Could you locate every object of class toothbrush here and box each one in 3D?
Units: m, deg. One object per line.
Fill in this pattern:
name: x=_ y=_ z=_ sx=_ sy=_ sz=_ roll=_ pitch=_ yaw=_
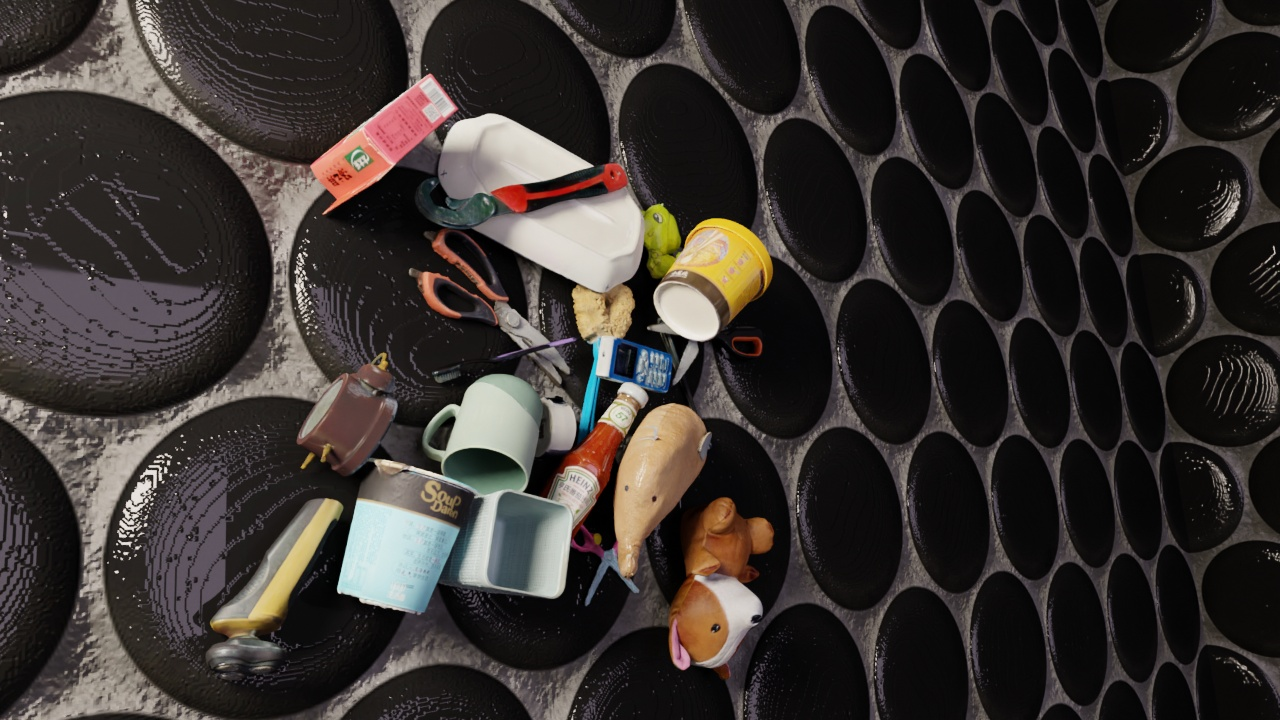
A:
toothbrush: x=-0.138 y=-0.003 z=0.983 sx=0.188 sy=0.014 sz=0.017 roll=-16 pitch=109 yaw=-37
toothbrush: x=0.053 y=0.031 z=1.166 sx=0.018 sy=0.016 sz=0.181 roll=-23 pitch=96 yaw=-35

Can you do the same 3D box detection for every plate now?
plate: x=-0.098 y=-0.184 z=1.036 sx=0.265 sy=0.034 sz=0.161 roll=26 pitch=58 yaw=-25

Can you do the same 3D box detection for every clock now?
clock: x=-0.258 y=0.046 z=0.826 sx=0.055 sy=0.082 sz=0.121 roll=36 pitch=59 yaw=-24

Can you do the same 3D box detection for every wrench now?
wrench: x=-0.116 y=-0.181 z=0.987 sx=0.272 sy=0.016 sz=0.056 roll=-18 pitch=83 yaw=-40

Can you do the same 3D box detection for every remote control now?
remote control: x=-0.006 y=0.006 z=1.067 sx=0.124 sy=0.024 sz=0.049 roll=17 pitch=78 yaw=-53

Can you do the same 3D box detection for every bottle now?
bottle: x=-0.055 y=0.112 z=0.992 sx=0.060 sy=0.060 sz=0.205 roll=45 pitch=63 yaw=-25

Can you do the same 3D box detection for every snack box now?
snack box: x=-0.251 y=-0.205 z=0.872 sx=0.044 sy=0.113 sz=0.126 roll=52 pitch=50 yaw=-22

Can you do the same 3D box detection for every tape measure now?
tape measure: x=-0.099 y=0.072 z=0.977 sx=0.033 sy=0.066 sz=0.065 roll=6 pitch=76 yaw=-41

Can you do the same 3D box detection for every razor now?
razor: x=-0.301 y=0.189 z=0.772 sx=0.067 sy=0.062 sz=0.167 roll=24 pitch=53 yaw=-1

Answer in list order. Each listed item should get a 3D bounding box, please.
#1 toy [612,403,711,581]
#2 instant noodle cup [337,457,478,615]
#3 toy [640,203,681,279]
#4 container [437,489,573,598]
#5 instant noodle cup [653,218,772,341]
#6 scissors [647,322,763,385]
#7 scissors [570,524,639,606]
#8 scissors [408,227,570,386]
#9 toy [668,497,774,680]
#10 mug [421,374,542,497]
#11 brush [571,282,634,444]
toy: x=0.012 y=0.138 z=1.017 sx=0.225 sy=0.083 sz=0.144 roll=-51 pitch=143 yaw=-52
instant noodle cup: x=-0.217 y=0.161 z=0.826 sx=0.111 sy=0.111 sz=0.120 roll=28 pitch=70 yaw=-35
toy: x=0.027 y=-0.150 z=1.175 sx=0.096 sy=0.031 sz=0.100 roll=16 pitch=73 yaw=-44
container: x=-0.136 y=0.180 z=0.884 sx=0.090 sy=0.112 sz=0.090 roll=22 pitch=65 yaw=-37
instant noodle cup: x=0.085 y=-0.093 z=1.126 sx=0.118 sy=0.119 sz=0.114 roll=53 pitch=54 yaw=-20
scissors: x=0.087 y=-0.051 z=1.207 sx=0.220 sy=0.022 sz=0.227 roll=23 pitch=61 yaw=-39
scissors: x=-0.036 y=0.216 z=1.037 sx=0.133 sy=0.017 sz=0.134 roll=54 pitch=49 yaw=-25
scissors: x=-0.159 y=-0.045 z=0.988 sx=0.198 sy=0.015 sz=0.205 roll=-12 pitch=88 yaw=-45
toy: x=0.094 y=0.270 z=1.079 sx=0.140 sy=0.131 sz=0.199 roll=32 pitch=69 yaw=-40
mug: x=-0.157 y=0.072 z=0.911 sx=0.106 sy=0.112 sz=0.082 roll=-83 pitch=176 yaw=-45
brush: x=-0.052 y=0.017 z=1.060 sx=0.083 sy=0.046 sz=0.254 roll=19 pitch=71 yaw=-42
